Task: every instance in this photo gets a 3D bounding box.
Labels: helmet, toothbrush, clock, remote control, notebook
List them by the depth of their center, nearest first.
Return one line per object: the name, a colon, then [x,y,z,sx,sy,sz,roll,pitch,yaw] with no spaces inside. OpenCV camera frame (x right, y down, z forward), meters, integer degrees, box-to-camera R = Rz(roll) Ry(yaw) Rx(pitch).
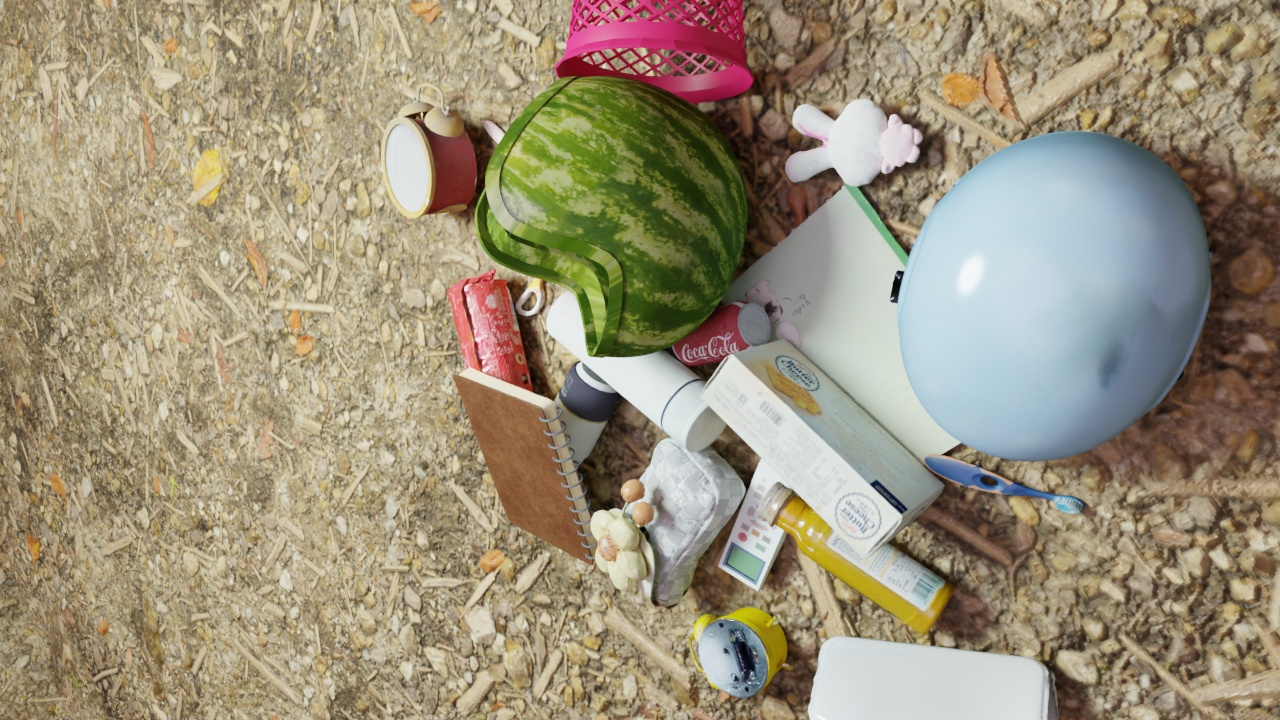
helmet: [0.298,-0.035,0.697,0.226,0.166,0.266,21,116,23]
toothbrush: [0.310,0.107,0.792,0.135,0.017,0.021,17,109,27]
notebook: [0.202,-0.014,0.861,0.182,0.010,0.252,-41,73,33]
helmet: [-0.016,-0.137,0.865,0.247,0.243,0.213,42,167,-8]
remote control: [0.128,0.159,0.933,0.049,0.024,0.143,28,112,25]
clock: [0.097,0.303,0.957,0.119,0.057,0.083,-20,86,36]
notebook: [-0.123,0.122,1.042,0.168,0.024,0.226,17,133,41]
toothbrush: [-0.130,-0.223,1.064,0.181,0.018,0.016,48,120,21]
clock: [-0.246,-0.250,1.101,0.117,0.081,0.159,26,122,42]

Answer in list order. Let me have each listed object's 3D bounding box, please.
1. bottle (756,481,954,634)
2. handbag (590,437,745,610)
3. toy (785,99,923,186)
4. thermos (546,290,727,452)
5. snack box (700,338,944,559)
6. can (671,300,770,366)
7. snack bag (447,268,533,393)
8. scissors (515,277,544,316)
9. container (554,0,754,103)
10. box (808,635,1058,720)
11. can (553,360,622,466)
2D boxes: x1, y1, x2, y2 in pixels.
bottle: [0.196,0.180,0.857,0.186,0.053,0.053,32,115,20]
handbag: [0.021,0.161,0.951,0.112,0.123,0.172,49,122,37]
toy: [0.193,-0.195,0.823,0.126,0.037,0.076,7,96,33]
thermos: [-0.006,0.006,0.964,0.230,0.067,0.068,38,117,33]
snack box: [0.164,0.073,0.832,0.208,0.104,0.058,46,123,21]
can: [0.079,-0.026,0.910,0.097,0.053,0.054,-14,89,50]
snack bag: [-0.179,-0.019,1.091,0.082,0.082,0.176,-15,88,36]
scissors: [-0.118,-0.101,1.077,0.125,0.011,0.129,29,115,31]
container: [0.019,-0.374,0.848,0.183,0.182,0.226,5,92,35]
box: [0.278,0.319,0.849,0.217,0.110,0.107,-2,53,34]
can: [-0.070,0.064,1.036,0.064,0.064,0.128,41,118,24]
